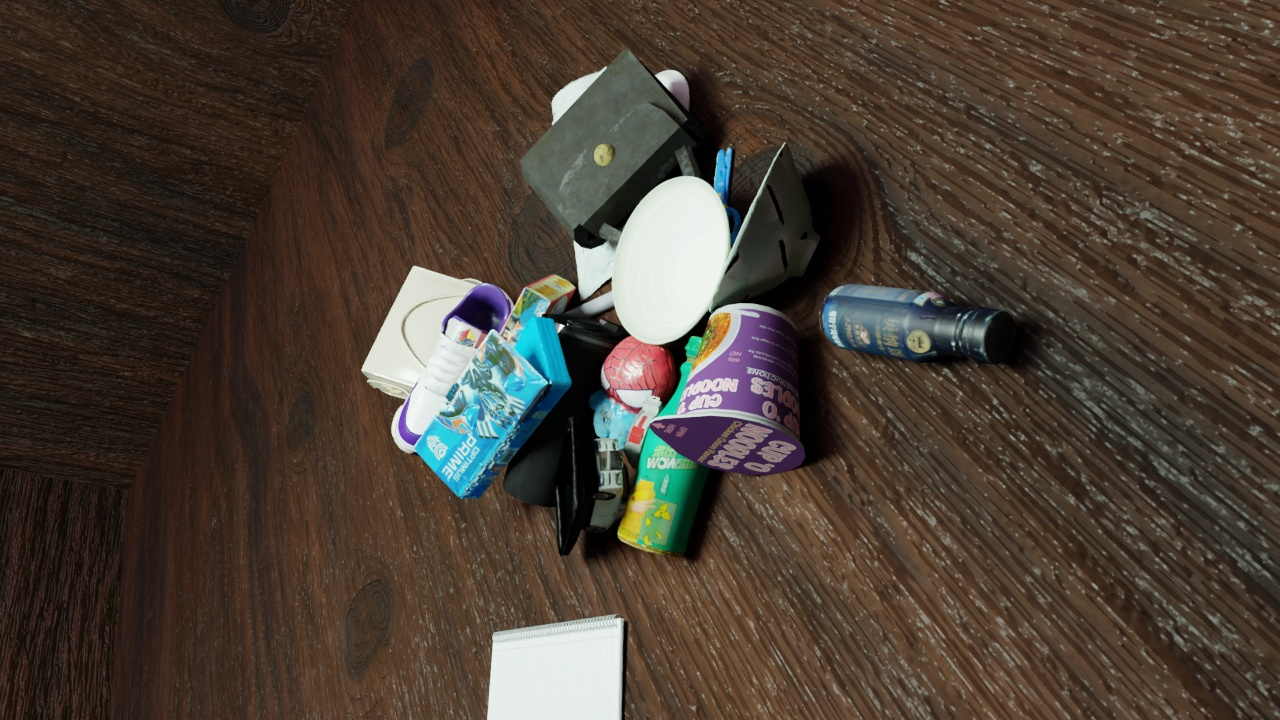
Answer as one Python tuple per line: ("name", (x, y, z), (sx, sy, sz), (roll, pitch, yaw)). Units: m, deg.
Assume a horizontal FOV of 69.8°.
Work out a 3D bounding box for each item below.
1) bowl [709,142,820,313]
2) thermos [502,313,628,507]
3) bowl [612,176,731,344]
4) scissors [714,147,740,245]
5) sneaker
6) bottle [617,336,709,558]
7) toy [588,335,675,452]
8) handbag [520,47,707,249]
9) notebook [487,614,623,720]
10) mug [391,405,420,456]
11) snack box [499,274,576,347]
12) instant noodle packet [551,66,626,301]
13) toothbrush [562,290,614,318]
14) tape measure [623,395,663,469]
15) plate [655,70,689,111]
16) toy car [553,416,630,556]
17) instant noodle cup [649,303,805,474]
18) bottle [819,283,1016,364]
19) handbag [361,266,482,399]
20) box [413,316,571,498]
("bowl", (0.129, -0.109, 0.855), (0.174, 0.068, 0.174), (25, -92, -82))
("thermos", (-0.092, 0.054, 1.057), (0.106, 0.105, 0.219), (28, 102, 55))
("bowl", (0.047, -0.099, 0.961), (0.177, 0.057, 0.176), (-16, 68, 47))
("scissors", (0.090, -0.176, 0.993), (0.071, 0.022, 0.130), (-7, 66, 53))
("sneaker", (-0.231, 0.003, 1.171), (0.111, 0.092, 0.243), (109, -173, -68))
("bottle", (0.039, 0.081, 0.889), (0.068, 0.068, 0.209), (12, 83, 55))
("toy", (-0.011, 0.033, 0.984), (0.092, 0.062, 0.133), (39, 109, 44))
("handbag", (-0.020, -0.217, 1.049), (0.197, 0.102, 0.199), (-44, 67, 14))
("notebook", (-0.098, 0.373, 0.981), (0.246, 0.013, 0.177), (-24, 56, 46))
("mug", (-0.306, 0.087, 1.328), (0.086, 0.089, 0.111), (-22, 57, 46))
("snack box", (-0.143, -0.032, 1.145), (0.145, 0.040, 0.142), (-59, -2, 15))
("instant noodle packet", (-0.060, -0.226, 1.166), (0.147, 0.057, 0.269), (-32, 61, 46))
("toothbrush", (-0.036, -0.073, 1.104), (0.188, 0.019, 0.018), (-20, 65, 47))
("tape measure", (0.005, 0.077, 0.928), (0.020, 0.060, 0.062), (15, 57, 21))
("plate", (0.005, -0.295, 1.160), (0.157, 0.014, 0.156), (-28, 53, 45))
("toy car", (-0.047, 0.132, 0.938), (0.192, 0.071, 0.094), (106, 158, -62))
("instant noodle cup", (0.085, 0.020, 0.818), (0.122, 0.137, 0.121), (119, 165, -62))
("bottle", (0.213, -0.028, 0.719), (0.161, 0.056, 0.056), (14, 85, 54))
("handbag", (-0.257, -0.024, 1.283), (0.198, 0.101, 0.194), (14, 67, 17))
("box", (-0.172, 0.058, 1.013), (0.244, 0.085, 0.091), (-49, 46, 40))
